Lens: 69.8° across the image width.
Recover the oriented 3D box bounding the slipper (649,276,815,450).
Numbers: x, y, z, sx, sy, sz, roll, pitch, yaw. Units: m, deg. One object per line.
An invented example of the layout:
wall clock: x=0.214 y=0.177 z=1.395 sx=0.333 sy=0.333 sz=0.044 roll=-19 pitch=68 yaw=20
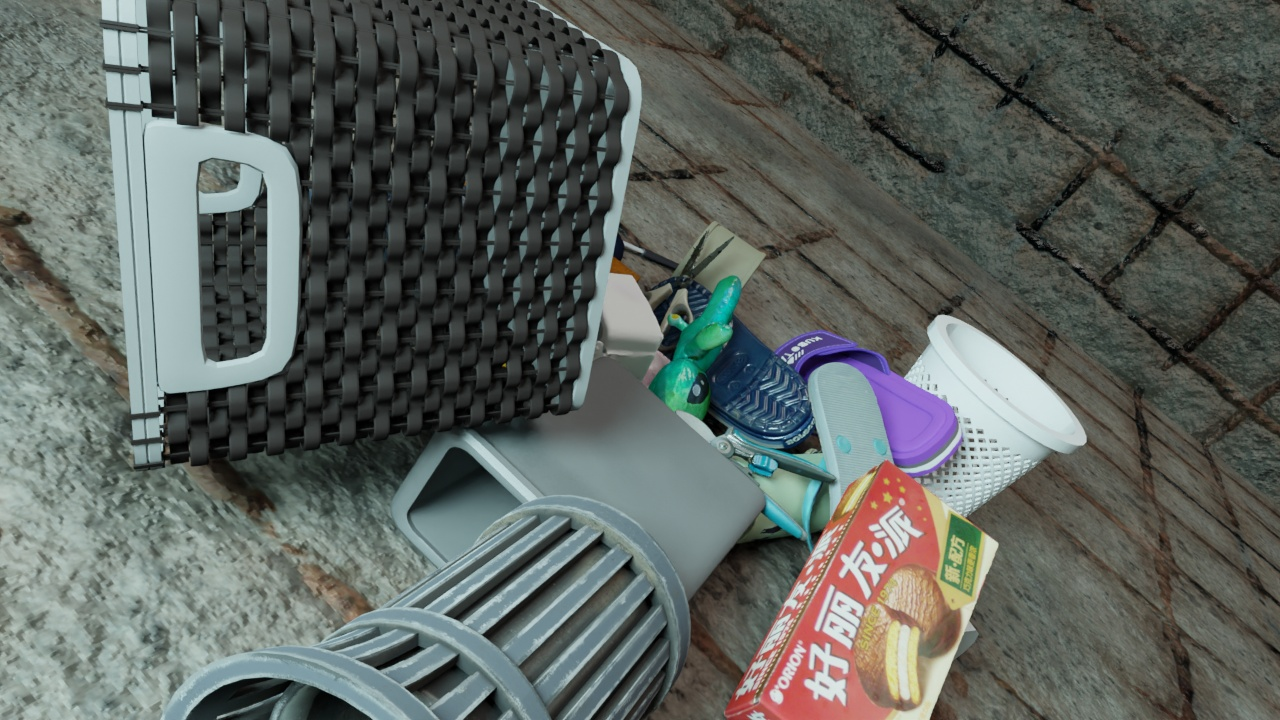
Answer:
slipper: x=0.083 y=0.013 z=0.960 sx=0.253 sy=0.105 sz=0.095 roll=44 pitch=-8 yaw=37

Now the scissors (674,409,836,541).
scissors: x=0.093 y=0.091 z=0.751 sx=0.156 sy=0.019 sz=0.124 roll=0 pitch=54 yaw=-14

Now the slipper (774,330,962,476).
slipper: x=0.206 y=0.024 z=0.949 sx=0.084 sy=0.107 sz=0.267 roll=55 pitch=-13 yaw=-32

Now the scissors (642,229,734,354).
scissors: x=0.037 y=-0.069 z=0.964 sx=0.012 sy=0.158 sz=0.162 roll=57 pitch=15 yaw=-46

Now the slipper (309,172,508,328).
slipper: x=-0.186 y=-0.113 z=0.777 sx=0.264 sy=0.083 sz=0.101 roll=30 pitch=51 yaw=21

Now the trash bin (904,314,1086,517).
trash bin: x=0.335 y=0.089 z=1.007 sx=0.195 sy=0.200 sz=0.195 roll=28 pitch=27 yaw=-16

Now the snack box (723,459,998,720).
snack box: x=0.170 y=0.195 z=0.681 sx=0.113 sy=0.060 sz=0.235 roll=38 pitch=54 yaw=3

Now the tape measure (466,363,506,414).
tape measure: x=-0.113 y=0.028 z=0.712 sx=0.042 sy=0.072 sz=0.072 roll=35 pitch=33 yaw=3

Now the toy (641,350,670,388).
toy: x=-0.005 y=0.005 z=0.909 sx=0.063 sy=0.047 sz=0.110 roll=-10 pitch=38 yaw=-47

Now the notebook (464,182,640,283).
notebook: x=-0.132 y=-0.128 z=0.988 sx=0.249 sy=0.014 sz=0.178 roll=37 pitch=34 yaw=1

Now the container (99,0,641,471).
container: x=-0.169 y=-0.104 z=0.551 sx=0.243 sy=0.248 sz=0.245 roll=-2 pitch=30 yaw=-26

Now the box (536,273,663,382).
box: x=-0.066 y=-0.007 z=0.804 sx=0.136 sy=0.109 sz=0.128 roll=4 pitch=42 yaw=-27

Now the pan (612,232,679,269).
pan: x=-0.042 y=-0.160 z=1.168 sx=0.356 sy=0.021 sz=0.198 roll=19 pitch=31 yaw=-32

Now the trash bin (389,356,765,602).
trash bin: x=-0.031 y=0.105 z=0.658 sx=0.192 sy=0.098 sz=0.219 roll=42 pitch=25 yaw=10

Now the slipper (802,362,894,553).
slipper: x=0.189 y=0.132 z=0.800 sx=0.098 sy=0.055 sz=0.268 roll=11 pitch=62 yaw=-25

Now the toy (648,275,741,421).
toy: x=0.041 y=0.005 z=0.840 sx=0.072 sy=0.131 sz=0.192 roll=25 pitch=60 yaw=7

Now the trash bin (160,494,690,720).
trash bin: x=-0.077 y=0.164 z=0.440 sx=0.164 sy=0.165 sz=0.227 roll=42 pitch=23 yaw=10

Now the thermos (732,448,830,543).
thermos: x=0.146 y=0.122 z=0.864 sx=0.231 sy=0.082 sz=0.082 roll=4 pitch=41 yaw=-46

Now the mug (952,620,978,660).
mug: x=0.226 y=0.226 z=0.809 sx=0.105 sy=0.074 sz=0.089 roll=-13 pitch=49 yaw=-23

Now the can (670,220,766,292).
can: x=0.082 y=-0.093 z=1.085 sx=0.073 sy=0.128 sz=0.127 roll=36 pitch=26 yaw=3
